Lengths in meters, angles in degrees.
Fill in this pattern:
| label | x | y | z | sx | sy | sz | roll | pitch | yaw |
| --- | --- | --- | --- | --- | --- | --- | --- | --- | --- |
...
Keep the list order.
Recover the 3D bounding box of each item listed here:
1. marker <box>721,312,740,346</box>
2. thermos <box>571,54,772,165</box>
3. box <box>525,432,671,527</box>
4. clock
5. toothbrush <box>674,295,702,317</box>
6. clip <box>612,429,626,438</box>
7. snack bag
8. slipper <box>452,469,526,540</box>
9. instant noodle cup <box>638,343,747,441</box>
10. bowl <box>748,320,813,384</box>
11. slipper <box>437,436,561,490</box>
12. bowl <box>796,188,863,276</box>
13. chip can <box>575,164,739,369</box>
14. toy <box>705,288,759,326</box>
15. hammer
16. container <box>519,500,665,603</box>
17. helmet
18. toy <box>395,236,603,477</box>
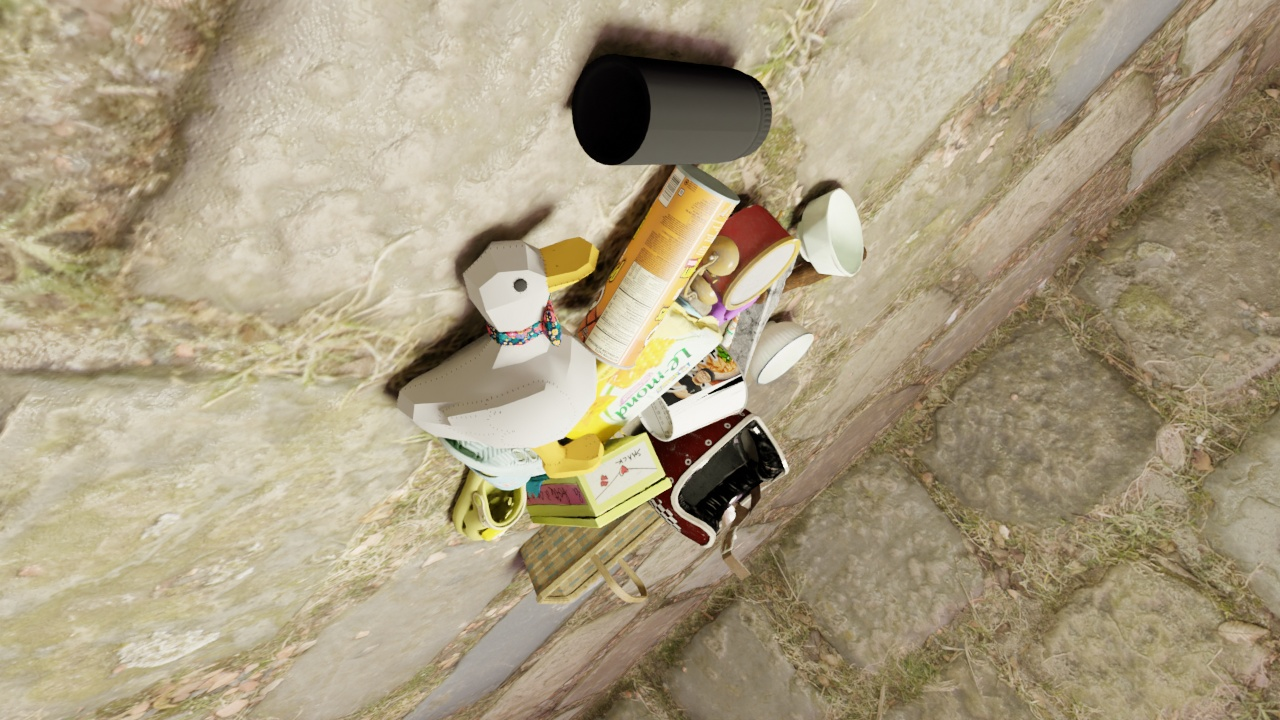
| label | x | y | z | sx | sy | sz | roll | pitch | yaw |
| --- | --- | --- | --- | --- | --- | --- | --- | --- | --- |
| marker | 0.150 | -0.072 | 1.348 | 0.017 | 0.017 | 0.146 | -24 | 153 | -35 |
| thermos | 0.041 | -0.215 | 0.802 | 0.198 | 0.086 | 0.086 | -15 | 147 | -47 |
| box | -0.071 | 0.163 | 1.232 | 0.124 | 0.082 | 0.221 | -27 | -176 | -31 |
| clock | 0.108 | -0.123 | 1.093 | 0.158 | 0.081 | 0.117 | -30 | 161 | -31 |
| toothbrush | 0.071 | -0.068 | 1.230 | 0.016 | 0.016 | 0.180 | -41 | 159 | 10 |
| clip | -0.040 | 0.094 | 1.324 | 0.054 | 0.049 | 0.044 | 60 | 46 | -67 |
| snack bag | -0.027 | 0.010 | 1.128 | 0.248 | 0.068 | 0.159 | -41 | 154 | 14 |
| slipper | -0.186 | 0.183 | 1.214 | 0.091 | 0.081 | 0.191 | -26 | 152 | -37 |
| instant noodle cup | 0.064 | 0.048 | 1.290 | 0.121 | 0.123 | 0.124 | -29 | 156 | -29 |
| bowl | 0.216 | -0.023 | 1.487 | 0.118 | 0.062 | 0.118 | -33 | 158 | -16 |
| slipper | -0.162 | 0.107 | 1.080 | 0.074 | 0.104 | 0.245 | -47 | 162 | 8 |
| bowl | 0.248 | -0.166 | 1.227 | 0.061 | 0.117 | 0.117 | -9 | 178 | 35 |
| chip can | 0.015 | -0.097 | 0.967 | 0.075 | 0.075 | 0.215 | -3 | 131 | -57 |
| toy | 0.119 | -0.090 | 1.191 | 0.088 | 0.105 | 0.056 | -20 | 123 | 23 |
| hammer | 0.244 | -0.099 | 1.370 | 0.299 | 0.037 | 0.218 | -23 | 138 | -46 |
| container | -0.059 | 0.330 | 1.553 | 0.250 | 0.186 | 0.157 | -42 | 158 | 4 |
| helmet | 0.115 | 0.187 | 1.463 | 0.232 | 0.253 | 0.234 | -38 | 174 | -25 |
| toy | -0.124 | 0.003 | 0.907 | 0.247 | 0.140 | 0.268 | -24 | 133 | 4 |
